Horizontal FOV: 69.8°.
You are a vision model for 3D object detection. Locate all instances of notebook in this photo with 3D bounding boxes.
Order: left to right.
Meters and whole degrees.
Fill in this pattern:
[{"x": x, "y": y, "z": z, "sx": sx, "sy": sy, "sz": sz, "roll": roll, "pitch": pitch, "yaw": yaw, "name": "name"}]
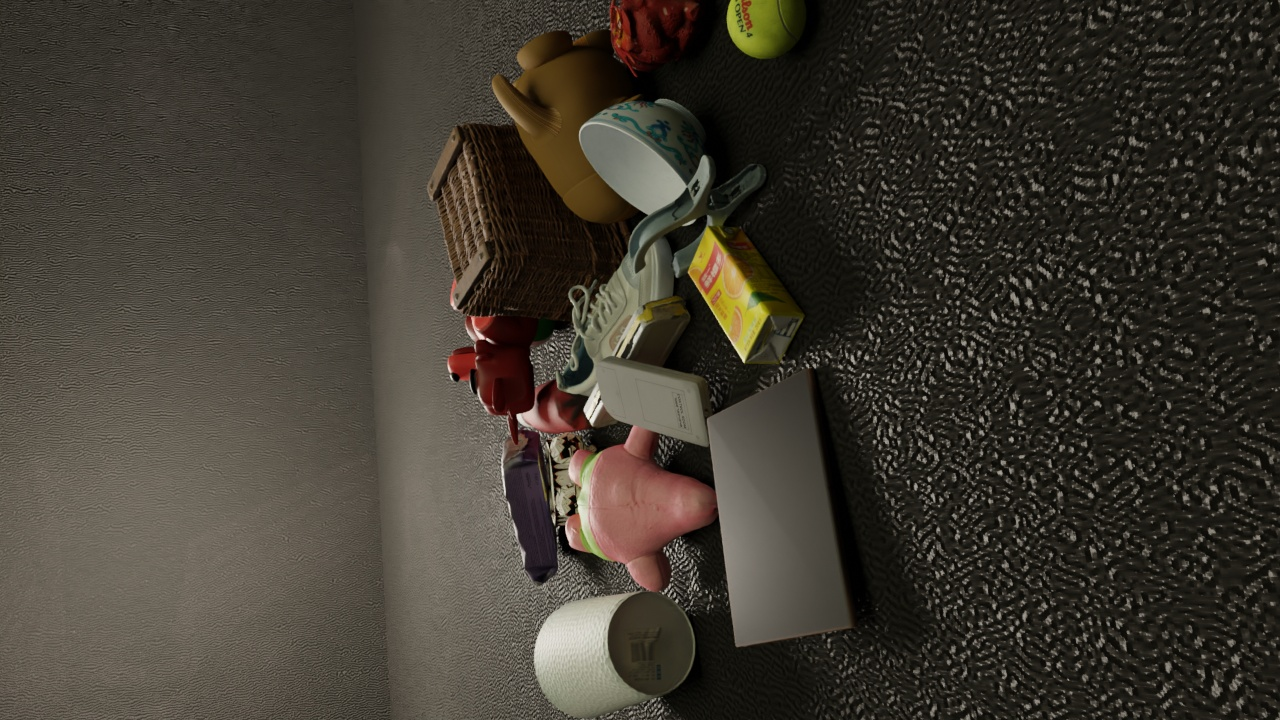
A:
[{"x": 0.114, "y": 0.128, "z": 0.781, "sx": 0.142, "sy": 0.008, "sz": 0.209, "roll": -33, "pitch": 57, "yaw": 50, "name": "notebook"}]

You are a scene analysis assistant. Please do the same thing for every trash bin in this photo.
[{"x": -0.025, "y": 0.318, "z": 1.004, "sx": 0.162, "sy": 0.133, "sz": 0.133, "roll": -38, "pitch": 57, "yaw": 54, "name": "trash bin"}]

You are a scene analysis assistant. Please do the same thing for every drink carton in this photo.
[{"x": 0.093, "y": -0.062, "z": 0.827, "sx": 0.134, "sy": 0.042, "sz": 0.059, "roll": 62, "pitch": 142, "yaw": 42, "name": "drink carton"}]

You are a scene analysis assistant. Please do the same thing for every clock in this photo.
[{"x": -0.084, "y": 0.151, "z": 1.182, "sx": 0.155, "sy": 0.065, "sz": 0.114, "roll": 120, "pitch": 144, "yaw": -72, "name": "clock"}]

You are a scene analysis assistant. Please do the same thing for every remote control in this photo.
[{"x": 0.014, "y": 0.039, "z": 0.950, "sx": 0.151, "sy": 0.019, "sz": 0.074, "roll": 13, "pitch": 125, "yaw": 43, "name": "remote control"}]

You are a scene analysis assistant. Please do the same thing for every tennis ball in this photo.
[{"x": 0.105, "y": -0.285, "z": 0.761, "sx": 0.065, "sy": 0.065, "sz": 0.065, "roll": 178, "pitch": 90, "yaw": -65, "name": "tennis ball"}]

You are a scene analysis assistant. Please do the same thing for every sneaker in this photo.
[{"x": -0.036, "y": -0.043, "z": 1.046, "sx": 0.243, "sy": 0.090, "sz": 0.089, "roll": 115, "pitch": 146, "yaw": -42, "name": "sneaker"}]

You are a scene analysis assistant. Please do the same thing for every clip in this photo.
[{"x": 0.069, "y": -0.133, "z": 0.882, "sx": 0.167, "sy": 0.127, "sz": 0.028, "roll": -44, "pitch": 52, "yaw": 47, "name": "clip"}]

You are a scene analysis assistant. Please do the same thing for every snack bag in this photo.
[{"x": -0.154, "y": 0.205, "z": 1.282, "sx": 0.096, "sy": 0.058, "sz": 0.205, "roll": -108, "pitch": 11, "yaw": -69, "name": "snack bag"}]

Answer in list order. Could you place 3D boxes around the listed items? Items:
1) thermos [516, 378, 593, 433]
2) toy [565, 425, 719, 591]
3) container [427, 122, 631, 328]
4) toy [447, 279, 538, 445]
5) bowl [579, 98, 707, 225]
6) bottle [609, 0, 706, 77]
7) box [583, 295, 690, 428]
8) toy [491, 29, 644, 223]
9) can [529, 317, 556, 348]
[{"x": -0.118, "y": 0.064, "z": 1.247, "sx": 0.240, "sy": 0.073, "sz": 0.073, "roll": 163, "pitch": 104, "yaw": -65, "name": "thermos"}, {"x": 0.004, "y": 0.151, "z": 0.981, "sx": 0.237, "sy": 0.096, "sz": 0.192, "roll": -9, "pitch": 80, "yaw": 51, "name": "toy"}, {"x": -0.141, "y": -0.170, "z": 1.125, "sx": 0.163, "sy": 0.182, "sz": 0.249, "roll": -46, "pitch": 56, "yaw": 49, "name": "container"}, {"x": -0.189, "y": -0.004, "z": 1.195, "sx": 0.158, "sy": 0.120, "sz": 0.197, "roll": 89, "pitch": 174, "yaw": -67, "name": "toy"}, {"x": 0.018, "y": -0.210, "z": 0.913, "sx": 0.074, "sy": 0.144, "sz": 0.144, "roll": -53, "pitch": 22, "yaw": -13, "name": "bowl"}, {"x": 0.013, "y": -0.343, "z": 0.923, "sx": 0.111, "sy": 0.098, "sz": 0.099, "roll": 158, "pitch": 109, "yaw": -68, "name": "bottle"}, {"x": -0.006, "y": 0.007, "z": 1.017, "sx": 0.033, "sy": 0.064, "sz": 0.210, "roll": 59, "pitch": 144, "yaw": 26, "name": "box"}, {"x": -0.055, "y": -0.254, "z": 1.026, "sx": 0.163, "sy": 0.198, "sz": 0.203, "roll": -22, "pitch": 90, "yaw": 46, "name": "toy"}, {"x": -0.156, "y": -0.093, "z": 1.303, "sx": 0.087, "sy": 0.087, "sz": 0.140, "roll": -117, "pitch": 35, "yaw": -43, "name": "can"}]
